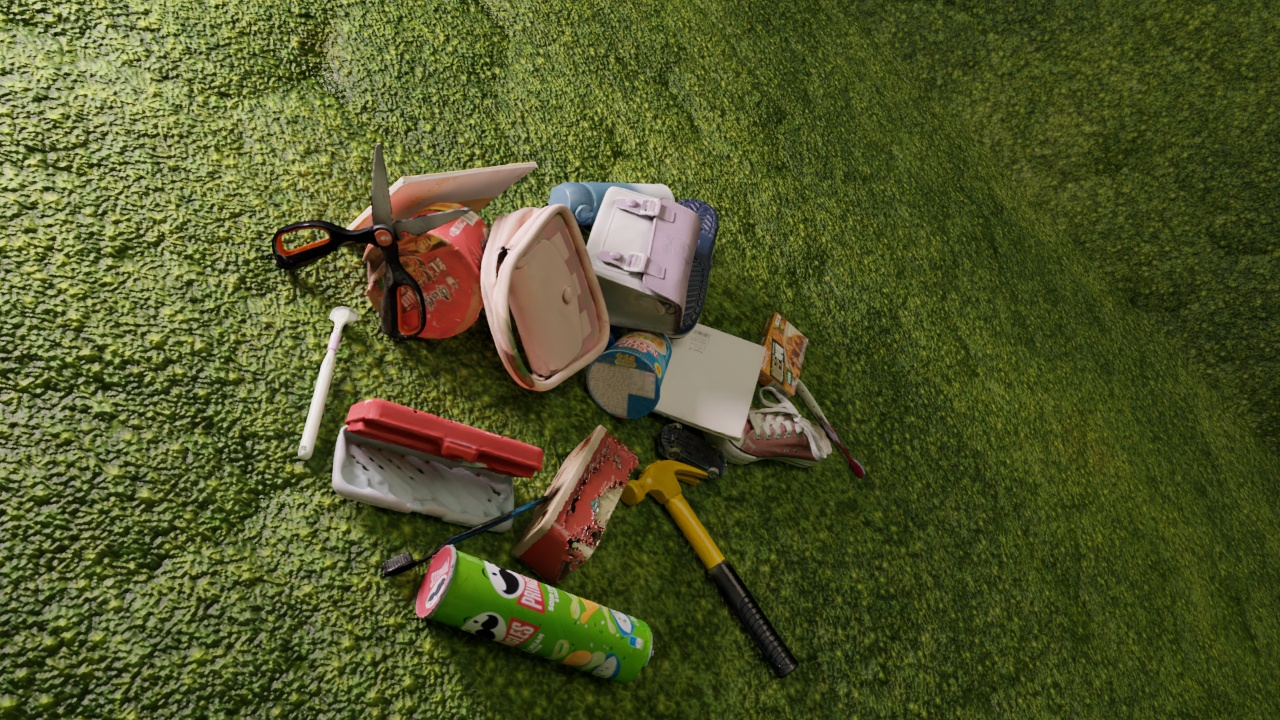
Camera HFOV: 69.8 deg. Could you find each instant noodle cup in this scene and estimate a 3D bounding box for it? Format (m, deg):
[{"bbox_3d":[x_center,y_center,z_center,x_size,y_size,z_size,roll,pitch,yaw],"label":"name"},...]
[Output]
[{"bbox_3d":[-0.229,-0.109,1.042,0.138,0.138,0.108,37,32,-14],"label":"instant noodle cup"},{"bbox_3d":[-0.007,0.007,1.189,0.099,0.099,0.109,43,32,-7],"label":"instant noodle cup"}]

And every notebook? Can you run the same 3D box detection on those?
[{"bbox_3d":[-0.237,-0.191,1.087,0.205,0.146,0.010,-23,87,-50],"label":"notebook"},{"bbox_3d":[0.088,0.019,1.276,0.150,0.012,0.208,20,40,5],"label":"notebook"}]

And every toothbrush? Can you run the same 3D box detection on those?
[{"bbox_3d":[-0.172,0.172,0.923,0.189,0.014,0.016,-22,63,-34],"label":"toothbrush"},{"bbox_3d":[-0.321,0.020,0.937,0.029,0.020,0.189,4,52,-4],"label":"toothbrush"},{"bbox_3d":[0.298,0.105,1.447,0.187,0.016,0.017,56,32,8],"label":"toothbrush"}]

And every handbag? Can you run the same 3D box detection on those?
[{"bbox_3d":[0.000,-0.136,1.224,0.145,0.099,0.196,15,46,-2],"label":"handbag"},{"bbox_3d":[-0.120,-0.057,1.039,0.233,0.093,0.193,-68,144,-61],"label":"handbag"}]

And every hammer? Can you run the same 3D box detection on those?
[{"bbox_3d":[0.095,0.252,1.126,0.128,0.033,0.300,-24,77,-49],"label":"hammer"}]

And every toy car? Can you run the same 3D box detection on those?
[{"bbox_3d":[0.067,0.122,1.204,0.105,0.031,0.048,29,44,-21],"label":"toy car"}]

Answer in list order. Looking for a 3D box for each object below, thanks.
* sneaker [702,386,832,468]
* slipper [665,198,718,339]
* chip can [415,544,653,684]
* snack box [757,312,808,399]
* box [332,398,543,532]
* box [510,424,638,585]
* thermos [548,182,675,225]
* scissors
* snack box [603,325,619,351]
[{"bbox_3d":[0.193,0.098,1.296,0.240,0.088,0.118,13,51,-36],"label":"sneaker"},{"bbox_3d":[0.050,-0.132,1.350,0.105,0.095,0.252,15,55,1],"label":"slipper"},{"bbox_3d":[-0.100,0.255,0.909,0.236,0.072,0.072,28,44,-24],"label":"chip can"},{"bbox_3d":[0.221,-0.007,1.457,0.075,0.026,0.153,39,40,-11],"label":"snack box"},{"bbox_3d":[-0.206,0.115,0.931,0.201,0.096,0.100,21,71,-32],"label":"box"},{"bbox_3d":[-0.062,0.160,1.006,0.077,0.092,0.167,38,40,-8],"label":"box"},{"bbox_3d":[-0.041,-0.232,1.366,0.219,0.070,0.070,-11,67,-47],"label":"thermos"},{"bbox_3d":[-0.277,-0.115,0.966,0.021,0.233,0.221,-81,160,-56],"label":"scissors"},{"bbox_3d":[-0.058,-0.091,1.265,0.084,0.026,0.156,35,41,-17],"label":"snack box"}]
